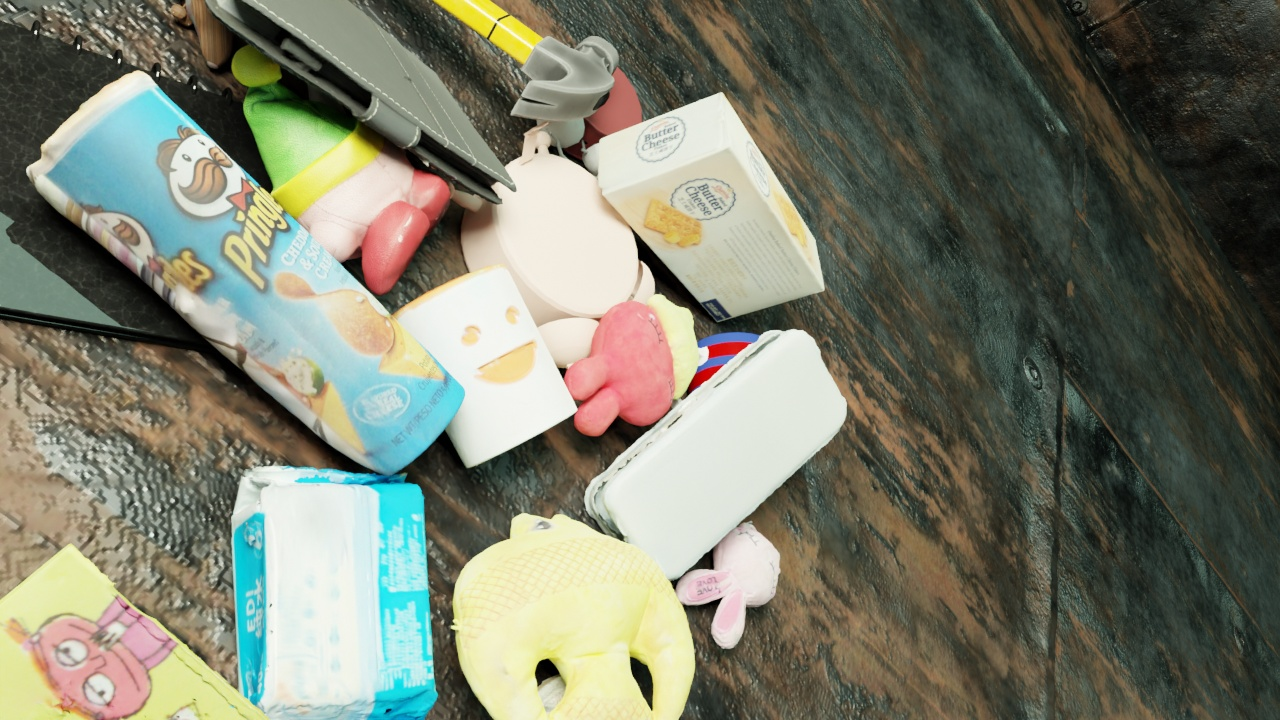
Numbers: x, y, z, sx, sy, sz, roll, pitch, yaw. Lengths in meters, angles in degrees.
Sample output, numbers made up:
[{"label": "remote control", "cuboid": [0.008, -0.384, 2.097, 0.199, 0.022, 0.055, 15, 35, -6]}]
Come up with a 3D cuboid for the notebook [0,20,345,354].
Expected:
[{"label": "notebook", "cuboid": [-0.273, -0.092, 0.503, 0.231, 0.019, 0.169, 13, 63, -41]}]

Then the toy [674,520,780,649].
[{"label": "toy", "cuboid": [0.074, 0.165, 0.700, 0.063, 0.047, 0.109, 51, 46, 0]}]

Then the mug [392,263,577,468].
[{"label": "mug", "cuboid": [-0.099, 0.003, 0.580, 0.082, 0.082, 0.105, -29, 92, -48]}]

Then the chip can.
[{"label": "chip can", "cuboid": [-0.198, -0.036, 0.482, 0.229, 0.080, 0.079, 48, 44, -20]}]

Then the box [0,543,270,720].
[{"label": "box", "cuboid": [-0.179, 0.185, 0.361, 0.221, 0.125, 0.079, 48, 46, -8]}]

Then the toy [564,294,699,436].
[{"label": "toy", "cuboid": [-0.004, 0.004, 0.647, 0.134, 0.045, 0.092, -29, 113, -44]}]

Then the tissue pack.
[{"label": "tissue pack", "cuboid": [-0.160, 0.127, 0.473, 0.092, 0.062, 0.144, 9, 62, -40]}]

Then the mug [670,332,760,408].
[{"label": "mug", "cuboid": [0.063, 0.022, 0.737, 0.111, 0.075, 0.076, 21, 57, -35]}]

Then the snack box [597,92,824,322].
[{"label": "snack box", "cuboid": [0.064, -0.113, 0.736, 0.208, 0.104, 0.057, 41, 40, -50]}]

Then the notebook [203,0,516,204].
[{"label": "notebook", "cuboid": [-0.172, -0.184, 0.549, 0.209, 0.029, 0.169, 28, 24, -51]}]

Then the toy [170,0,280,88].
[{"label": "toy", "cuboid": [-0.256, -0.212, 0.559, 0.055, 0.041, 0.101, -11, 84, -4]}]

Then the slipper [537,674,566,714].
[{"label": "slipper", "cuboid": [-0.073, 0.290, 0.490, 0.114, 0.054, 0.271, 53, 43, -18]}]

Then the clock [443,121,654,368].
[{"label": "clock", "cuboid": [-0.057, -0.086, 0.673, 0.130, 0.086, 0.160, -43, 108, -47]}]

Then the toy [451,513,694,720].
[{"label": "toy", "cuboid": [-0.042, 0.157, 0.562, 0.170, 0.065, 0.154, 11, 43, -38]}]

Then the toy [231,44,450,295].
[{"label": "toy", "cuboid": [-0.175, -0.119, 0.537, 0.131, 0.097, 0.123, 30, 45, -9]}]

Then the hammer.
[{"label": "hammer", "cuboid": [-0.160, -0.274, 0.640, 0.324, 0.034, 0.169, 34, 30, -9]}]

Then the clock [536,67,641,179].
[{"label": "clock", "cuboid": [-0.044, -0.204, 0.766, 0.087, 0.044, 0.124, 29, 52, -32]}]

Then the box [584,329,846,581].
[{"label": "box", "cuboid": [0.059, 0.065, 0.672, 0.213, 0.063, 0.118, -42, 109, -20]}]
